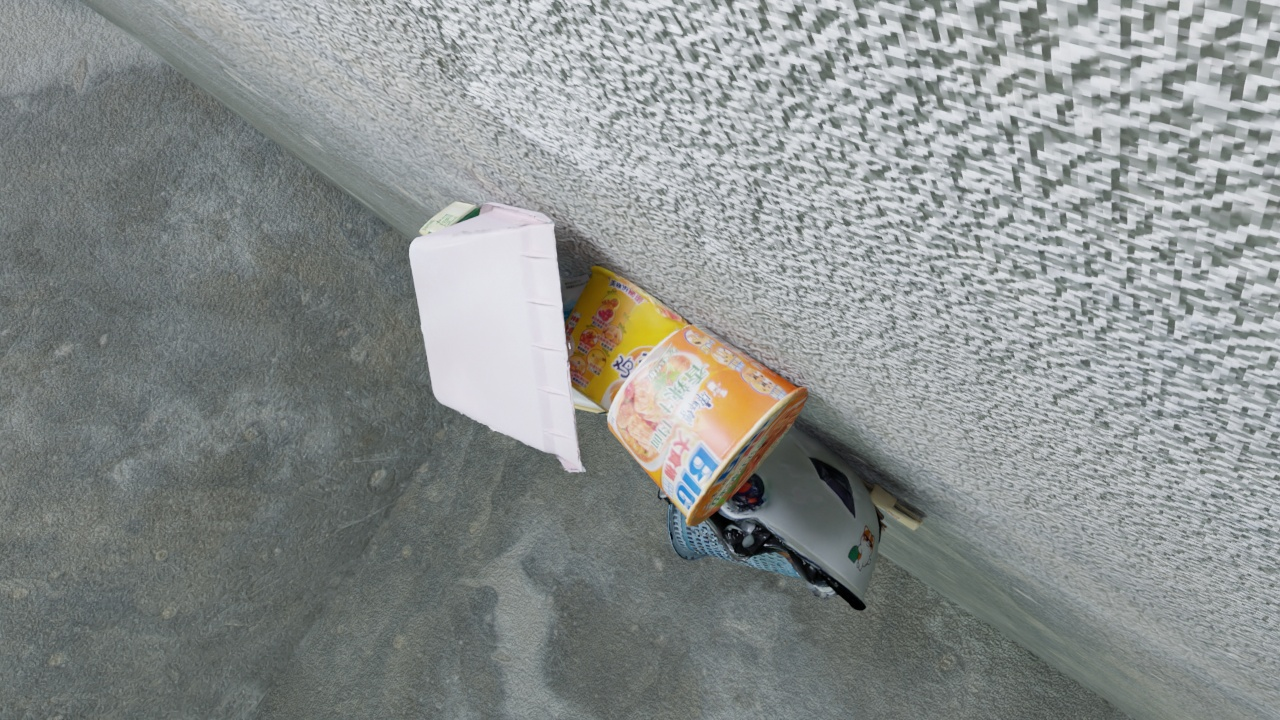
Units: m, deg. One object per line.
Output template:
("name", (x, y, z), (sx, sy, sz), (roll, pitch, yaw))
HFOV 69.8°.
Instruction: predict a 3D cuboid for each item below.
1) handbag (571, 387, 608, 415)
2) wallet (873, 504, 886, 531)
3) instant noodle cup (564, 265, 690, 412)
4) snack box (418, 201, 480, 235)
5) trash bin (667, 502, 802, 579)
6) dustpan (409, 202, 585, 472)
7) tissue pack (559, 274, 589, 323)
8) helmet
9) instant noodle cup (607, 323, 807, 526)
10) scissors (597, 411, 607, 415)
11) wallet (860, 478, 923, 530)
("handbag", (-0.054, 0.023, 1.526), (0.163, 0.063, 0.178), (12, -150, 10))
("wallet", (0.311, 0.204, 1.356), (0.119, 0.035, 0.130), (40, -179, 41))
("instant noodle cup", (-0.020, -0.008, 0.877), (0.138, 0.109, 0.138), (35, 176, 3))
("snack box", (-0.159, -0.075, 1.093), (0.240, 0.063, 0.114), (55, 168, -25))
("trash bin", (0.179, 0.204, 1.279), (0.195, 0.226, 0.226), (17, 167, 34))
("dustpan", (-0.110, -0.046, 0.870), (0.274, 0.223, 0.138), (14, -155, 39))
("tissue pack", (-0.098, -0.038, 0.994), (0.140, 0.089, 0.063), (131, 121, -66))
("helmet", (0.166, 0.158, 1.053), (0.274, 0.156, 0.230), (14, 158, 50))
("instant noodle cup", (0.052, 0.048, 0.777), (0.111, 0.151, 0.151), (41, 179, 17))
("scissors", (0.034, 0.052, 1.175), (0.165, 0.012, 0.157), (-10, 179, -40))
("wallet", (0.290, 0.167, 1.117), (0.115, 0.024, 0.087), (34, -178, 16))
